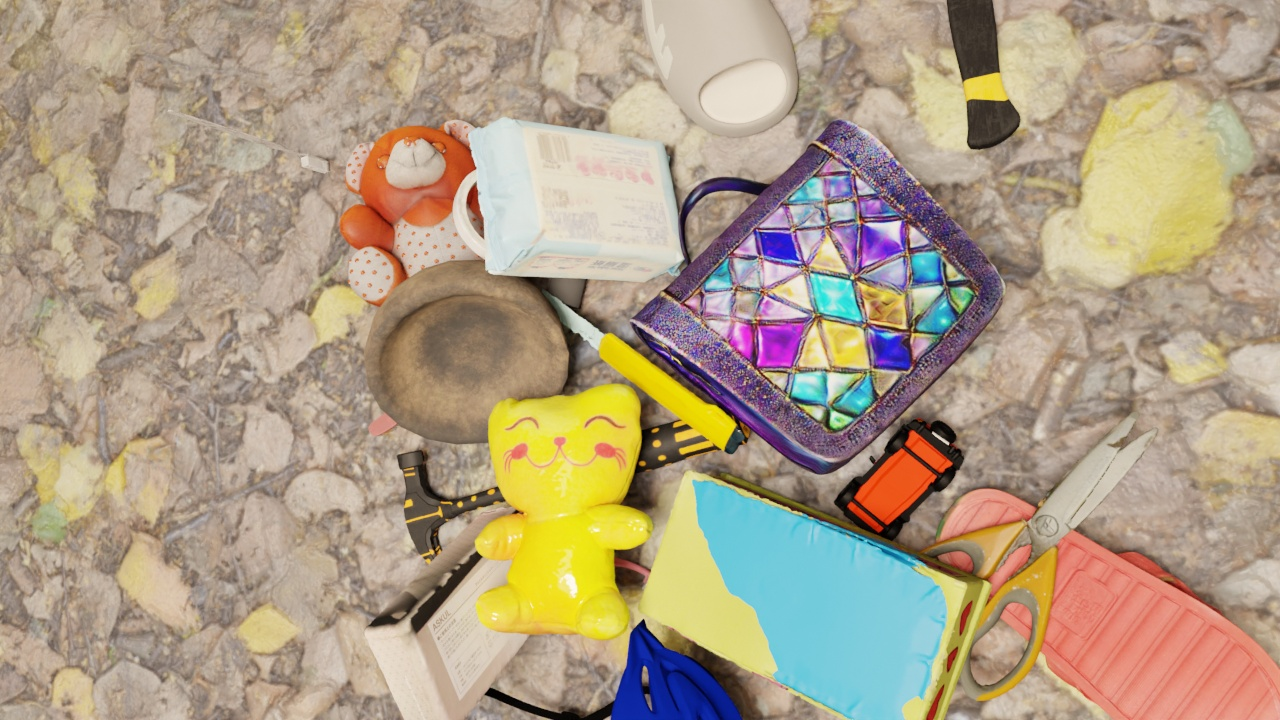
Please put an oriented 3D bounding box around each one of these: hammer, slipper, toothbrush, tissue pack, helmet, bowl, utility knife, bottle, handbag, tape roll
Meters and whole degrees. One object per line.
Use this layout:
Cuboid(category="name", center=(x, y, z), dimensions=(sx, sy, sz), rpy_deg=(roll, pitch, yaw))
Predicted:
Cuboid(category="hammer", center=(-0.060, 0.099, 0.774), dimensions=(0.321, 0.036, 0.123), rpy_deg=(-18, 85, 17))
Cuboid(category="slipper", center=(0.046, -0.315, 0.755), dimensions=(0.113, 0.080, 0.265), rpy_deg=(-19, 79, 12))
Cuboid(category="toothbrush", center=(-0.168, 0.018, 0.828), dimensions=(0.184, 0.015, 0.015), rpy_deg=(-32, 76, 9))
Cuboid(category="tissue pack", center=(-0.044, -0.123, 0.731), dimensions=(0.070, 0.181, 0.112), rpy_deg=(-26, 71, 49))
Cuboid(category="helmet", center=(-0.026, 0.315, 0.679), dimensions=(0.228, 0.147, 0.241), rpy_deg=(0, 90, 14))
Cuboid(category="toothbrush", center=(-0.341, -0.192, 0.814), dimensions=(0.010, 0.181, 0.010), rpy_deg=(-10, 84, 22))
Cuboid(category="bowl", center=(-0.142, -0.013, 0.755), dimensions=(0.162, 0.162, 0.070), rpy_deg=(-32, 37, 12))
Cuboid(category="utility knife", center=(-0.004, 0.004, 0.737), dimensions=(0.219, 0.019, 0.031), rpy_deg=(35, 124, 20))
Cuboid(category="bottle", center=(-0.054, -0.103, 0.792), dimensions=(0.030, 0.030, 0.113), rpy_deg=(13, 89, 18))
Cuboid(category="hammer", center=(0.246, -0.324, 0.720), dimensions=(0.170, 0.034, 0.324), rpy_deg=(-9, 83, 18))
Cuboid(category="slipper", center=(0.321, 0.180, 0.630), dimensions=(0.249, 0.059, 0.103), rpy_deg=(41, 101, 33))
Cuboid(category="handbag", center=(0.115, -0.047, 0.664), dimensions=(0.205, 0.125, 0.222), rpy_deg=(-45, 77, -3))
Cuboid(category="toothbrush", center=(-0.039, 0.157, 0.753), dimensions=(0.135, 0.021, 0.016), rpy_deg=(28, 89, 1))
Cuboid(category="tape roll", center=(-0.111, -0.122, 0.773), dimensions=(0.013, 0.092, 0.093), rpy_deg=(-40, 69, 54))
Cuboid(category="tissue pack", center=(-0.135, 0.197, 0.698), dimensions=(0.071, 0.181, 0.104), rpy_deg=(-14, 104, 19))

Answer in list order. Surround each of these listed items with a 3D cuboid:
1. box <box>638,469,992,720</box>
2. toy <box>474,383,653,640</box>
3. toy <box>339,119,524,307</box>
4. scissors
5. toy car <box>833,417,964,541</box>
Cuboid(category="box", center=(0.121, 0.171, 0.660), dimensions=(0.221, 0.082, 0.124), rpy_deg=(17, 89, 31))
Cuboid(category="toy", center=(-0.051, 0.116, 0.696), dimensions=(0.134, 0.087, 0.193), rpy_deg=(-8, 65, 14))
Cuboid(category="toy", center=(-0.183, -0.133, 0.803), dimensions=(0.163, 0.093, 0.172), rpy_deg=(-16, 75, -10))
Cuboid(category="scissors", center=(0.262, 0.120, 0.639), dimensions=(0.134, 0.016, 0.228), rpy_deg=(35, 98, 35))
Cuboid(category="toy car", center=(0.194, 0.087, 0.684), dimensions=(0.051, 0.048, 0.100), rpy_deg=(40, 118, 9))
